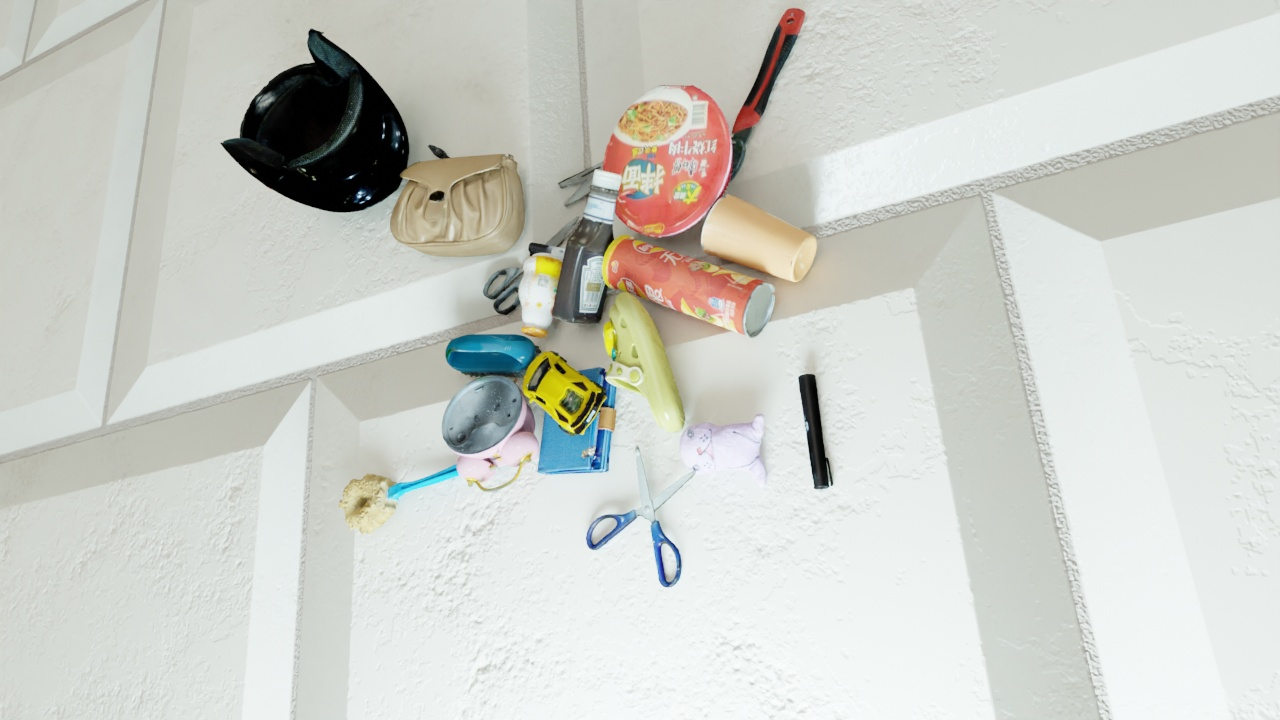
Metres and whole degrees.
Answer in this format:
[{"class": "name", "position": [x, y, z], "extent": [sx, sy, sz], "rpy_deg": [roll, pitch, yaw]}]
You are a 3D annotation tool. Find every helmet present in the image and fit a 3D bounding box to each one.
[{"class": "helmet", "position": [-0.493, -0.350, 1.414], "extent": [0.275, 0.230, 0.233], "rpy_deg": [28, 78, 42]}]

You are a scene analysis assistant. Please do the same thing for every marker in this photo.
[{"class": "marker", "position": [-0.096, -0.141, 1.250], "extent": [0.131, 0.018, 0.023], "rpy_deg": [15, 104, 26]}, {"class": "marker", "position": [0.195, 0.078, 1.026], "extent": [0.022, 0.020, 0.132], "rpy_deg": [-7, 69, 8]}]

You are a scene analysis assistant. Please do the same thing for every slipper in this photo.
[{"class": "slipper", "position": [-0.007, 0.007, 1.111], "extent": [0.081, 0.091, 0.190], "rpy_deg": [-23, 68, 4]}]

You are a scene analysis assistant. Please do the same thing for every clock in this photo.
[{"class": "clock", "position": [-0.190, 0.097, 1.183], "extent": [0.117, 0.060, 0.158], "rpy_deg": [-23, 50, 9]}]

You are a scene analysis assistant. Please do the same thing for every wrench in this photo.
[{"class": "wrench", "position": [0.148, -0.339, 1.196], "extent": [0.056, 0.016, 0.273], "rpy_deg": [26, 87, 31]}]

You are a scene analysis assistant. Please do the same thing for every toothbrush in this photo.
[{"class": "toothbrush", "position": [-0.264, -0.290, 1.396], "extent": [0.189, 0.017, 0.014], "rpy_deg": [35, 92, 31]}]

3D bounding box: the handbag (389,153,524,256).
[{"class": "handbag", "position": [-0.268, -0.226, 1.326], "extent": [0.205, 0.099, 0.147], "rpy_deg": [1, 78, 25]}]

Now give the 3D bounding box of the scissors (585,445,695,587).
[{"class": "scissors", "position": [0.002, 0.186, 1.087], "extent": [0.163, 0.012, 0.172], "rpy_deg": [-20, 72, 27]}]

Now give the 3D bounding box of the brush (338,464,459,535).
[{"class": "brush", "position": [-0.305, 0.169, 1.253], "extent": [0.255, 0.046, 0.083], "rpy_deg": [-22, 60, 15]}]

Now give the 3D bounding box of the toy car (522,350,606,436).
[{"class": "toy car", "position": [-0.101, 0.037, 1.145], "extent": [0.156, 0.041, 0.071], "rpy_deg": [36, 94, 45]}]

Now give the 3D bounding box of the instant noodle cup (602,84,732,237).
[{"class": "instant noodle cup", "position": [0.047, -0.250, 1.172], "extent": [0.194, 0.065, 0.194], "rpy_deg": [-2, 86, 36]}]

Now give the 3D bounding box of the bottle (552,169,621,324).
[{"class": "bottle", "position": [-0.062, -0.145, 1.175], "extent": [0.044, 0.079, 0.195], "rpy_deg": [21, 104, 31]}]

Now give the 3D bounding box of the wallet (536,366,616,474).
[{"class": "wallet", "position": [-0.080, 0.078, 1.161], "extent": [0.107, 0.040, 0.133], "rpy_deg": [-8, 69, 34]}]

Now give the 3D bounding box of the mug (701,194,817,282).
[{"class": "mug", "position": [0.145, -0.143, 1.100], "extent": [0.123, 0.078, 0.078], "rpy_deg": [27, 87, 27]}]

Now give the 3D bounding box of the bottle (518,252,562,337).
[{"class": "bottle", "position": [-0.133, -0.086, 1.229], "extent": [0.063, 0.063, 0.108], "rpy_deg": [1, 73, 28]}]

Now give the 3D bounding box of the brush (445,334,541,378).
[{"class": "brush", "position": [-0.206, -0.011, 1.236], "extent": [0.144, 0.073, 0.055], "rpy_deg": [1, 69, 28]}]

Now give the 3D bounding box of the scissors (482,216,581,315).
[{"class": "scissors", "position": [-0.144, -0.130, 1.283], "extent": [0.175, 0.014, 0.136], "rpy_deg": [-11, 67, 21]}]

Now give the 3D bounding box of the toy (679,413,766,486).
[{"class": "toy", "position": [0.095, 0.104, 1.060], "extent": [0.108, 0.038, 0.084], "rpy_deg": [-3, 93, 25]}]

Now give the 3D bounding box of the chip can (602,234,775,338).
[{"class": "chip can", "position": [0.056, -0.092, 1.128], "extent": [0.217, 0.073, 0.073], "rpy_deg": [23, 85, 30]}]

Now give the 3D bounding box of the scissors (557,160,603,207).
[{"class": "scissors", "position": [-0.019, -0.291, 1.269], "extent": [0.196, 0.015, 0.215], "rpy_deg": [18, 83, 31]}]
